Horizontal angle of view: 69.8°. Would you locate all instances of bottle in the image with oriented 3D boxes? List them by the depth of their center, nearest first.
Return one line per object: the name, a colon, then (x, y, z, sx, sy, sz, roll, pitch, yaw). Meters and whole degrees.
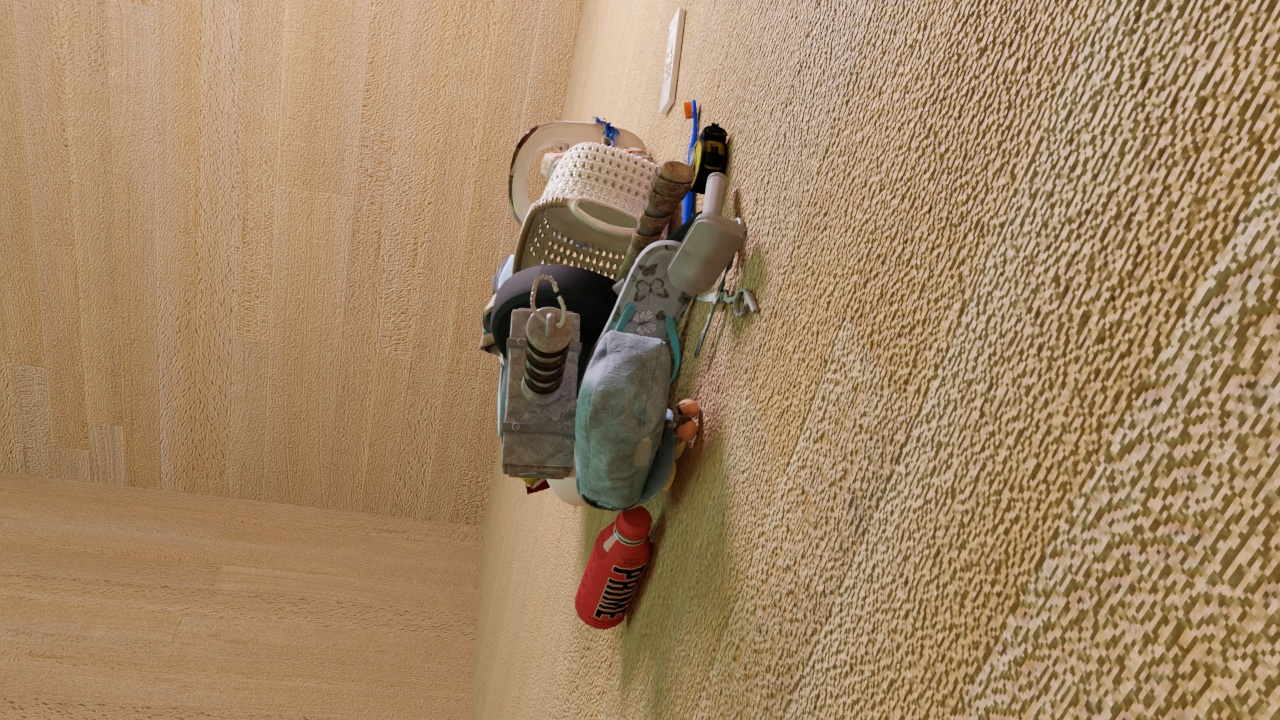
bottle: (-0.026, 0.224, 1.009, 0.062, 0.062, 0.177, -94, 17, -47)

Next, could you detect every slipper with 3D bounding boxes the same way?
slipper: (-0.006, -0.006, 0.994, 0.054, 0.098, 0.269, -96, 20, -54)

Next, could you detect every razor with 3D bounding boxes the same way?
razor: (0.065, -0.132, 0.854, 0.088, 0.047, 0.116, 123, 164, -50)

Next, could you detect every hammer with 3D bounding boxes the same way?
hammer: (-0.092, 0.006, 0.885, 0.327, 0.079, 0.176, 116, 156, -72)
hammer: (-0.008, -0.116, 1.043, 0.320, 0.121, 0.048, 121, 155, -57)

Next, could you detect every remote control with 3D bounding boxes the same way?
remote control: (0.043, -0.411, 1.262, 0.050, 0.011, 0.135, 153, 125, -76)

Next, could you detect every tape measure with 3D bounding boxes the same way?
tape measure: (0.066, -0.203, 0.948, 0.062, 0.034, 0.061, 124, 150, -66)

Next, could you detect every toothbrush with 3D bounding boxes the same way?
toothbrush: (0.055, -0.224, 1.057, 0.016, 0.018, 0.182, 63, -151, -66)

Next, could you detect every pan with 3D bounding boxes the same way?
pan: (-0.037, -0.061, 1.045, 0.357, 0.204, 0.044, -35, 30, 44)

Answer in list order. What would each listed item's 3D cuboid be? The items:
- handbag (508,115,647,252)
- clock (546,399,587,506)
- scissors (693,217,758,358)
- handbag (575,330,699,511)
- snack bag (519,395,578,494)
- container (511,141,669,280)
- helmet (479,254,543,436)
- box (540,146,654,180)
handbag: (-0.094, -0.262, 1.360, 0.093, 0.199, 0.201, -155, 72, -74)
clock: (-0.073, 0.112, 1.108, 0.161, 0.073, 0.125, 33, -134, -55)
scissors: (0.078, -0.059, 0.840, 0.175, 0.014, 0.142, -127, 50, -72)
handbag: (-0.004, 0.063, 0.896, 0.192, 0.118, 0.121, 101, 180, -51)
snack bag: (-0.093, 0.096, 1.207, 0.207, 0.067, 0.139, -10, -80, -60)
container: (-0.058, -0.158, 1.175, 0.247, 0.184, 0.142, 125, 162, -61)
helmet: (-0.150, -0.016, 1.345, 0.225, 0.167, 0.265, -154, 70, -82)
box: (-0.062, -0.271, 1.263, 0.059, 0.186, 0.056, -31, 78, 45)
